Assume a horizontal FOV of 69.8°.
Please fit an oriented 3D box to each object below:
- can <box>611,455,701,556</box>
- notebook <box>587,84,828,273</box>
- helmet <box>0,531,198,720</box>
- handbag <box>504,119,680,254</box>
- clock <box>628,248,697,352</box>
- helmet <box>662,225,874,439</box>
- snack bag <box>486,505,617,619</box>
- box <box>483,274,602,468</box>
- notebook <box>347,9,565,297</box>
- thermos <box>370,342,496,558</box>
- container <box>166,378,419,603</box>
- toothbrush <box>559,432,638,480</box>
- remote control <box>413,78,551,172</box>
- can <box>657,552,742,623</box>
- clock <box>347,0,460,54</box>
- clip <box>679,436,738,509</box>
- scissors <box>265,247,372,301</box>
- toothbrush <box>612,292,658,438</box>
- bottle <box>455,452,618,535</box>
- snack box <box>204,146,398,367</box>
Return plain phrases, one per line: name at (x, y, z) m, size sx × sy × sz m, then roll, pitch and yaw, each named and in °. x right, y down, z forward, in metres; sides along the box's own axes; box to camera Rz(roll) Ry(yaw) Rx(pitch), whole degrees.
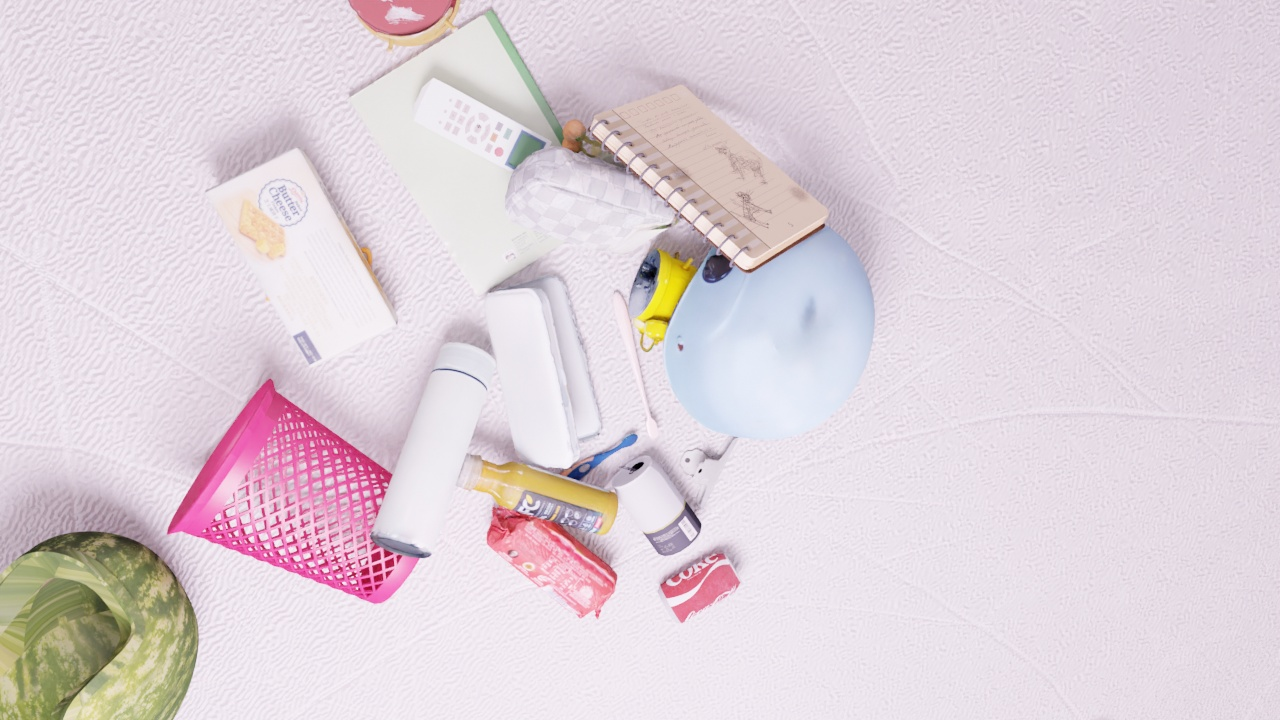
can at (0.017, 0.170, 1.096) m, size 0.064 × 0.064 × 0.127 m, roll -35°, pitch 106°, yaw 1°
notebook at (0.071, -0.191, 0.936) m, size 0.225 × 0.167 × 0.024 m, roll 44°, pitch 136°, yaw 14°
helmet at (-0.580, 0.311, 0.952) m, size 0.213 × 0.246 × 0.244 m, roll 4°, pitch 143°, yaw 6°
handbag at (-0.051, -0.185, 0.966) m, size 0.171 × 0.113 × 0.123 m, roll 11°, pitch 74°, yaw -28°
clock at (0.020, -0.067, 1.032) m, size 0.057 × 0.083 × 0.119 m, roll 19°, pitch 98°, yaw -19°
helmet at (0.163, -0.035, 1.002) m, size 0.225 × 0.167 × 0.265 m, roll 30°, pitch 80°, yaw -39°
snack bag at (-0.102, 0.234, 1.085) m, size 0.176 × 0.082 × 0.082 m, roll 43°, pitch 94°, yaw -16°
box at (-0.104, 0.007, 1.059) m, size 0.108 × 0.109 × 0.216 m, roll 0°, pitch 105°, yaw 36°
notebook at (-0.170, -0.222, 1.004) m, size 0.182 × 0.010 × 0.252 m, roll -32°, pitch 106°, yaw 0°
thermos at (-0.218, 0.092, 0.980) m, size 0.068 × 0.068 × 0.229 m, roll 20°, pitch 63°, yaw -13°
container at (-0.350, 0.156, 0.992) m, size 0.225 × 0.183 × 0.183 m, roll 35°, pitch 96°, yaw -22°
toothbrush at (-0.060, 0.125, 1.101) m, size 0.135 × 0.017 × 0.021 m, roll -33°, pitch 102°, yaw 3°
remote control at (-0.170, -0.246, 0.979) m, size 0.143 × 0.024 × 0.049 m, roll 26°, pitch 102°, yaw -13°
can at (0.074, 0.280, 1.136) m, size 0.096 × 0.054 × 0.054 m, roll -30°, pitch 106°, yaw -1°
clock at (-0.246, -0.395, 0.914) m, size 0.117 × 0.081 × 0.159 m, roll -20°, pitch 105°, yaw -3°
clip at (0.079, 0.133, 1.116) m, size 0.054 × 0.038 × 0.102 m, roll 21°, pitch 99°, yaw -25°
scissors at (-0.358, -0.102, 1.004) m, size 0.125 × 0.011 × 0.129 m, roll -29°, pitch 104°, yaw -2°
toothbrush at (-0.006, 0.006, 1.081) m, size 0.015 × 0.018 × 0.181 m, roll -16°, pitch 103°, yaw -6°
bottle at (-0.118, 0.149, 1.040) m, size 0.186 × 0.053 × 0.053 m, roll 20°, pitch 99°, yaw -19°
snack box at (-0.351, -0.108, 0.967) m, size 0.104 × 0.057 × 0.208 m, roll -27°, pitch 105°, yaw -4°
